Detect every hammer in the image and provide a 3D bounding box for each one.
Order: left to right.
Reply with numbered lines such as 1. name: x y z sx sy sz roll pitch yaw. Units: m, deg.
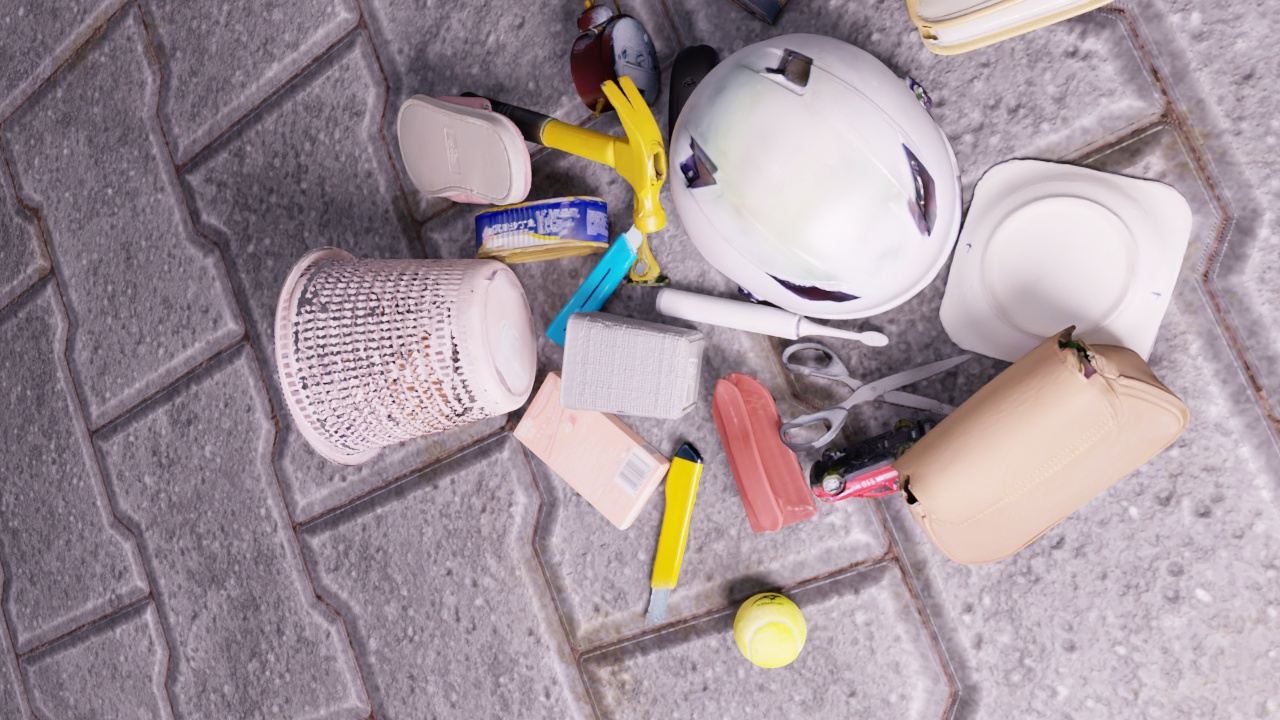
1. hammer: -0.085 -0.220 0.881 0.301 0.032 0.129 27 133 41

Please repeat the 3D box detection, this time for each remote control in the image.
1. remote control: 0.050 -0.230 0.864 0.053 0.024 0.136 1 93 27

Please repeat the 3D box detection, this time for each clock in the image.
1. clock: -0.025 -0.289 0.868 0.055 0.081 0.122 -4 94 33

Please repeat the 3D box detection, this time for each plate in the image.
1. plate: 0.331 -0.072 0.725 0.164 0.034 0.164 17 99 25

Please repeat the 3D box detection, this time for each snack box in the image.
1. snack box: -0.051 0.089 0.931 0.157 0.026 0.085 39 109 20

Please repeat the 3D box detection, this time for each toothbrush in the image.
1. toothbrush: 0.117 -0.037 0.839 0.221 0.026 0.027 12 99 26

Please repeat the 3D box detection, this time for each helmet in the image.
1. helmet: 0.134 -0.151 0.751 0.229 0.145 0.258 -45 78 19

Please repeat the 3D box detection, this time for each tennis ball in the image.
1. tennis ball: 0.117 0.244 0.832 0.066 0.065 0.065 1 93 27

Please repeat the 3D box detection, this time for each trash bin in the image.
1. trash bin: -0.218 -0.014 0.922 0.192 0.227 0.227 -7 89 15

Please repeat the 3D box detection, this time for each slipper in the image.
1. slipper: -0.175 -0.212 0.924 0.275 0.054 0.114 21 125 52

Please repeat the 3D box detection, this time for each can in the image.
1. can: -0.100 -0.129 0.919 0.148 0.074 0.049 -4 88 27

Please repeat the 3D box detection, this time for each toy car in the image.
1. toy car: 0.204 0.090 0.787 0.121 0.052 0.045 -22 108 22

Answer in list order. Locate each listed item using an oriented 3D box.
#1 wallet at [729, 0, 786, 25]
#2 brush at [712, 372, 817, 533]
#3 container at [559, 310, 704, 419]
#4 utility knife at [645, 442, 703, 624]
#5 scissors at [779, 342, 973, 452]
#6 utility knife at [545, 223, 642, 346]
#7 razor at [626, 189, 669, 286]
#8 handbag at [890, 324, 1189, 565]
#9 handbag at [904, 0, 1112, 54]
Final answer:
1. wallet: 0.115 -0.373 0.821 0.090 0.033 0.115 40 108 17
2. brush: 0.105 0.080 0.828 0.063 0.069 0.145 -23 82 25
3. container: -0.005 0.005 0.864 0.114 0.090 0.090 8 98 15
4. utility knife: 0.031 0.172 0.901 0.033 0.015 0.192 17 101 29
5. scissors: 0.194 0.026 0.795 0.178 0.014 0.159 -40 58 1
6. utility knife: -0.043 -0.072 0.908 0.034 0.018 0.162 46 122 12
7. razor: 0.005 -0.138 0.893 0.043 0.028 0.132 2 92 30
8. handbag: 0.291 0.063 0.695 0.205 0.147 0.099 -43 42 21
9. handbag: 0.288 -0.346 0.726 0.164 0.063 0.178 -13 72 27
